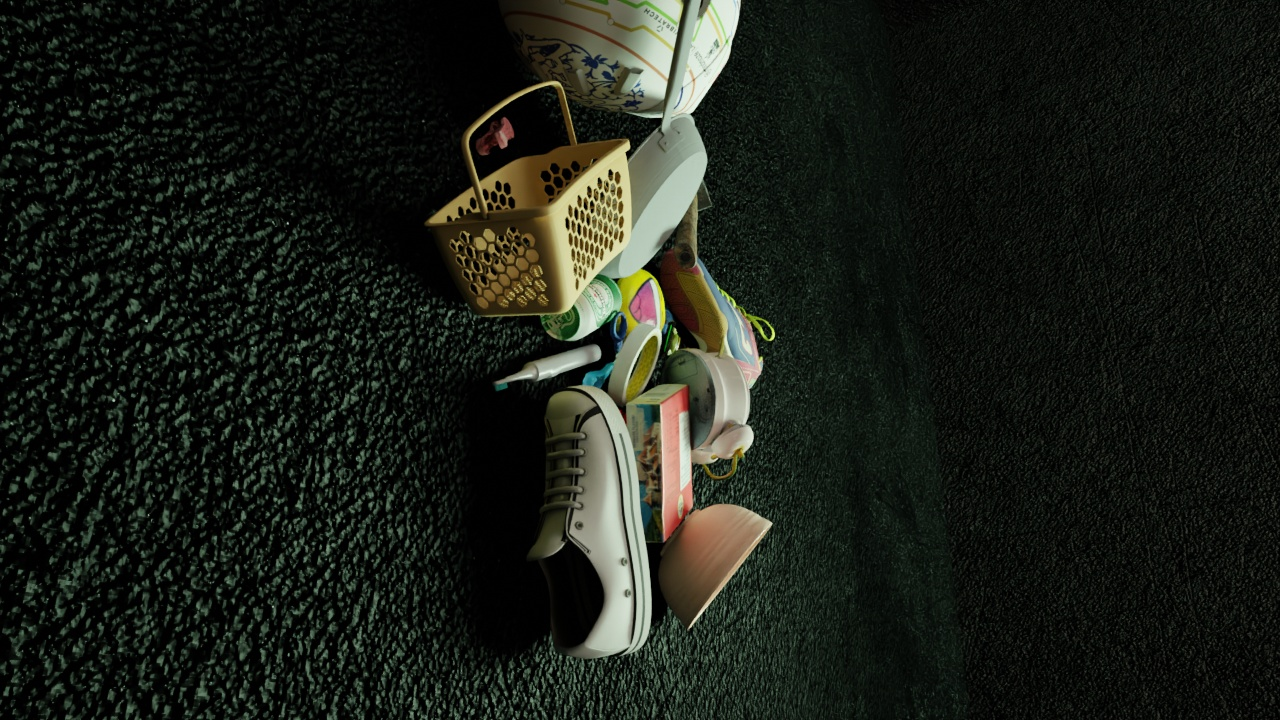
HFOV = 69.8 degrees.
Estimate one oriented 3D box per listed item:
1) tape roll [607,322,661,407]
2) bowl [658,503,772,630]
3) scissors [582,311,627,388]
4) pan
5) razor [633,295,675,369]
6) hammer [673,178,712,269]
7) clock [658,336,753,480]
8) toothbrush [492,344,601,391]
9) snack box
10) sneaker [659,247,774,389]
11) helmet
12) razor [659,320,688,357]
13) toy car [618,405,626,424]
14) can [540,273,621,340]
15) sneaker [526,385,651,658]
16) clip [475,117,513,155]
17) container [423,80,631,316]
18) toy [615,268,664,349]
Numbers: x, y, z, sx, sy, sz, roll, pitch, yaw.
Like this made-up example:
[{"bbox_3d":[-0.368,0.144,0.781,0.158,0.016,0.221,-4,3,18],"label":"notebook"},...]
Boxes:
[{"bbox_3d":[-0.006,0.006,0.989,0.093,0.019,0.094,-58,162,-32],"label":"tape roll"},{"bbox_3d":[0.070,0.214,1.013,0.076,0.153,0.152,39,23,14],"label":"bowl"},{"bbox_3d":[-0.021,-0.009,0.974,0.129,0.014,0.119,-27,138,-57],"label":"scissors"},{"bbox_3d":[0.023,-0.211,0.906,0.200,0.051,0.358,-46,167,-37],"label":"pan"},{"bbox_3d":[0.020,-0.027,1.108,0.044,0.018,0.140,65,29,-27],"label":"razor"},{"bbox_3d":[0.063,-0.191,1.163,0.329,0.033,0.120,-83,152,-59],"label":"hammer"},{"bbox_3d":[0.078,0.061,1.063,0.058,0.117,0.158,-5,79,-30],"label":"clock"},{"bbox_3d":[-0.088,0.007,0.878,0.187,0.018,0.019,-20,97,-64],"label":"toothbrush"},{"bbox_3d":[0.023,0.106,0.981,0.142,0.040,0.145,-24,113,-75],"label":"snack box"},{"bbox_3d":[0.098,-0.061,1.201,0.090,0.116,0.242,-46,130,-26],"label":"sneaker"},{"bbox_3d":[-0.028,-0.374,0.905,0.314,0.231,0.236,29,84,-60],"label":"helmet"},{"bbox_3d":[0.056,-0.008,1.152,0.144,0.021,0.044,41,62,-66],"label":"razor"},{"bbox_3d":[-0.037,0.067,0.932,0.089,0.038,0.025,-30,110,-63],"label":"toy car"},{"bbox_3d":[-0.058,-0.054,0.921,0.101,0.053,0.053,-36,113,-62],"label":"can"},{"bbox_3d":[-0.062,0.144,0.814,0.097,0.091,0.245,1,81,-48],"label":"sneaker"},{"bbox_3d":[-0.139,-0.208,0.863,0.060,0.045,0.023,-122,-172,-62],"label":"clip"},{"bbox_3d":[-0.094,-0.145,0.795,0.182,0.129,0.167,-56,139,-53],"label":"container"},{"bbox_3d":[-0.003,-0.059,1.048,0.094,0.041,0.095,-18,103,-59],"label":"toy"}]
